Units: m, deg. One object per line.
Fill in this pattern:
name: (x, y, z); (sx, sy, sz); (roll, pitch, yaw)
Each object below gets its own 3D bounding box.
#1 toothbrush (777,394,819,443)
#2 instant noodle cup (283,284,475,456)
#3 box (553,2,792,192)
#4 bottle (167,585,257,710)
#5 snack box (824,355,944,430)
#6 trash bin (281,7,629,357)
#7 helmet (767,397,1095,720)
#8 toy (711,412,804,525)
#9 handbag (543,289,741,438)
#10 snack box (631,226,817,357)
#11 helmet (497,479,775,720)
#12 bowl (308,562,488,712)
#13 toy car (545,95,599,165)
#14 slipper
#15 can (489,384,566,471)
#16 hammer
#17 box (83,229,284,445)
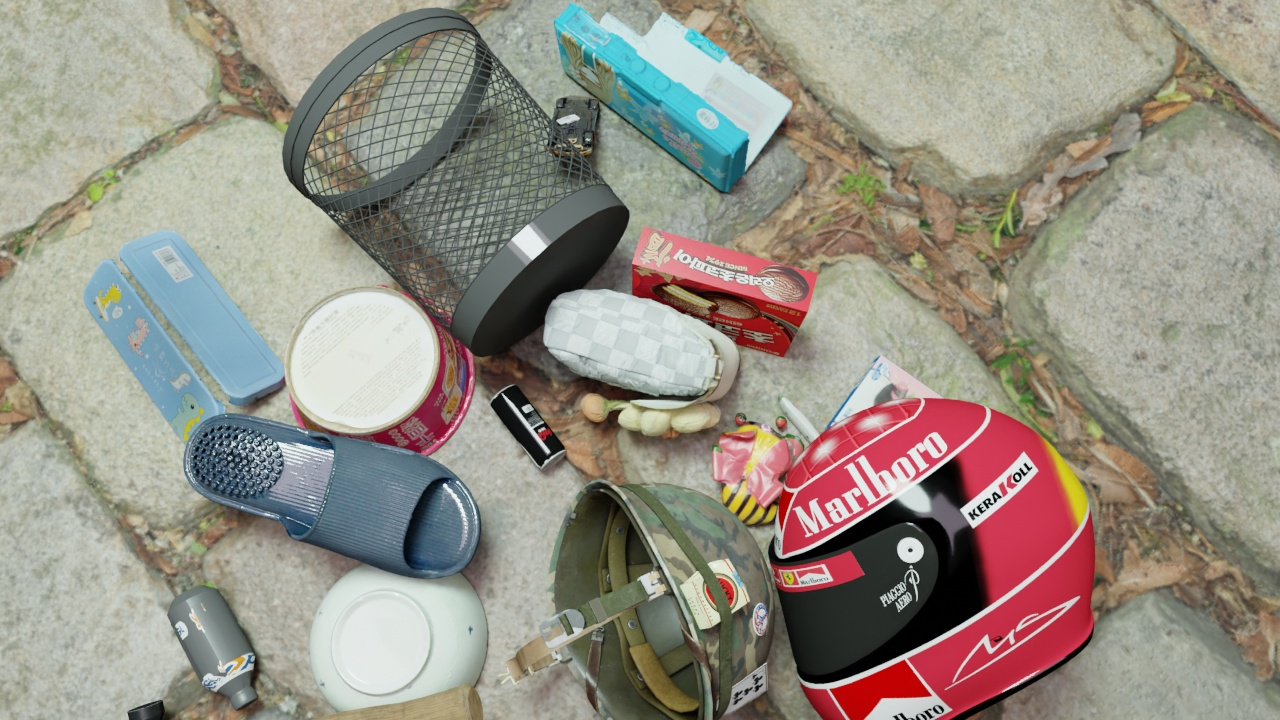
toothbrush: (0.192, 0.103, 0.848); (0.017, 0.016, 0.189); (-36, 77, -20)
instant noodle cup: (-0.247, 0.007, 0.843); (0.178, 0.078, 0.178); (0, 74, 0)
box: (0.036, -0.288, 0.919); (0.227, 0.097, 0.117); (39, 80, 10)
bottle: (-0.365, 0.248, 0.790); (0.047, 0.047, 0.112); (-34, 77, -9)
snack box: (0.258, 0.075, 0.846); (0.154, 0.033, 0.088); (36, 78, 9)
trash bin: (-0.155, -0.149, 0.821); (0.217, 0.218, 0.227); (-42, 82, -11)
helmet: (0.212, 0.149, 0.727); (0.271, 0.197, 0.224); (-35, 89, 10)
toy: (0.104, 0.098, 0.836); (0.084, 0.046, 0.103); (9, 78, -12)
handbag: (-0.005, 0.005, 0.828); (0.171, 0.112, 0.123); (18, 97, 13)
snack box: (0.070, -0.058, 0.832); (0.152, 0.133, 0.035); (16, 74, 4)
helmet: (-0.003, 0.203, 0.718); (0.236, 0.193, 0.224); (7, 56, -29)
bowl: (-0.212, 0.239, 0.780); (0.153, 0.073, 0.153); (0, 75, 1)
toy car: (-0.067, -0.225, 0.926); (0.047, 0.047, 0.111); (4, 45, 1)
slipper: (-0.258, 0.102, 0.750); (0.263, 0.082, 0.101); (18, 78, 4)
can: (-0.104, 0.062, 0.851); (0.031, 0.031, 0.080); (-37, 77, -10)
hammer: (-0.267, 0.313, 0.731); (0.306, 0.040, 0.132); (-17, 84, 12)
box: (-0.439, -0.026, 0.869); (0.122, 0.047, 0.209); (-39, 76, -12)
